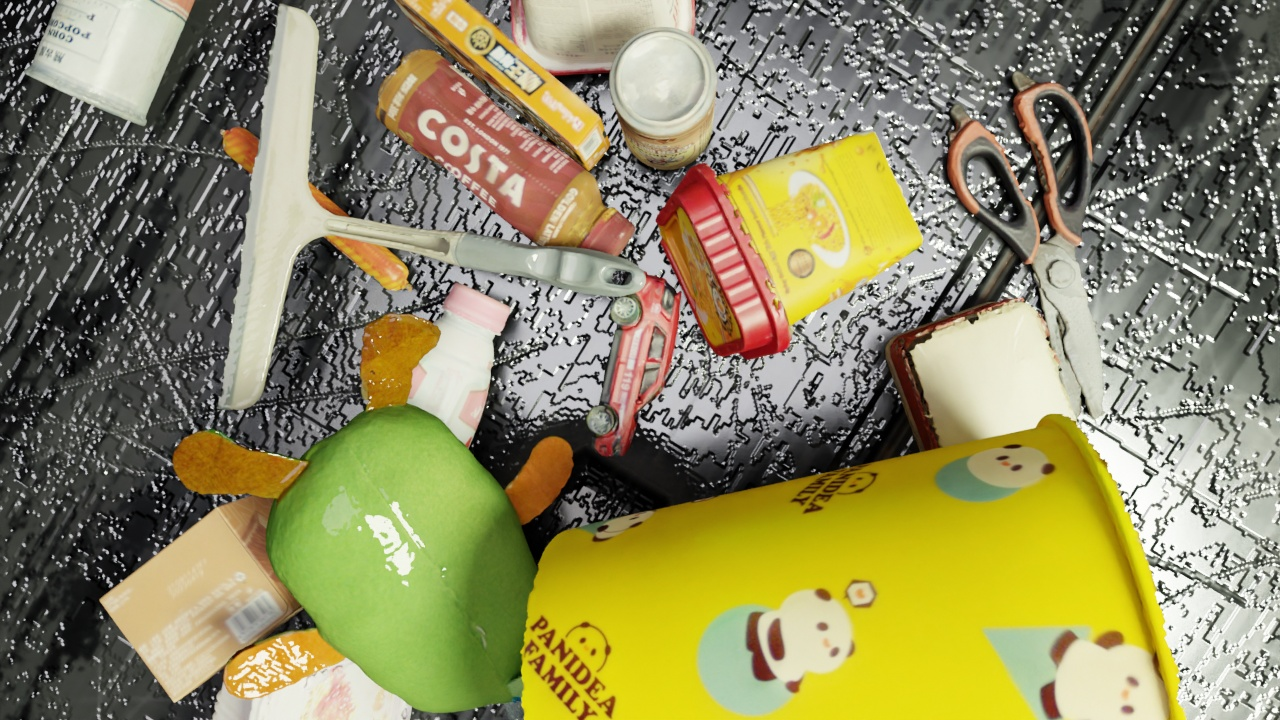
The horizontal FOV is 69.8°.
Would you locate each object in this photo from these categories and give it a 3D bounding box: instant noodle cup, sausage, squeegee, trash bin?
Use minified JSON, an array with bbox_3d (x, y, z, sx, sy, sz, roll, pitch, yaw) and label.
[{"bbox_3d":[0.089,-0.072,0.551,0.123,0.116,0.116,-24,90,-8],"label":"instant noodle cup"},{"bbox_3d":[-0.210,0.245,0.568,0.060,0.137,0.173,16,96,25],"label":"instant noodle cup"},{"bbox_3d":[-0.214,-0.100,0.605,0.165,0.021,0.021,40,93,2],"label":"sausage"},{"bbox_3d":[-0.026,-0.240,0.540,0.116,0.124,0.116,-2,92,2],"label":"instant noodle cup"},{"bbox_3d":[-0.115,-0.070,0.556,0.247,0.039,0.246,11,94,7],"label":"squeegee"},{"bbox_3d":[0.094,0.159,0.449,0.255,0.229,0.229,-10,91,13],"label":"trash bin"}]

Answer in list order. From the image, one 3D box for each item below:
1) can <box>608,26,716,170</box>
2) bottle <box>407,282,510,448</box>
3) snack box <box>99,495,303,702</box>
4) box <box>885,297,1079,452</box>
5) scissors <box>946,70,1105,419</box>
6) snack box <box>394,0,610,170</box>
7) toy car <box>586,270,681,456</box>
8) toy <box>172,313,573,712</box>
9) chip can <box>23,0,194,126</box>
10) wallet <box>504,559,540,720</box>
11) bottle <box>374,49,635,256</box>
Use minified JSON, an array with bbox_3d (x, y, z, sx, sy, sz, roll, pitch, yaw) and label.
[{"bbox_3d":[0.015,-0.151,0.544,0.058,0.116,0.058,0,91,4],"label":"can"},{"bbox_3d":[-0.143,0.046,0.586,0.068,0.068,0.197,25,89,2],"label":"bottle"},{"bbox_3d":[-0.257,0.141,0.578,0.093,0.094,0.077,-38,89,3],"label":"snack box"},{"bbox_3d":[0.222,0.051,0.558,0.091,0.079,0.168,-21,91,4],"label":"box"},{"bbox_3d":[0.249,-0.067,0.585,0.194,0.015,0.206,25,93,1],"label":"scissors"},{"bbox_3d":[-0.086,-0.181,0.569,0.154,0.075,0.026,40,92,1],"label":"snack box"},{"bbox_3d":[-0.003,0.003,0.581,0.045,0.053,0.120,15,93,5],"label":"toy car"},{"bbox_3d":[-0.130,0.105,0.514,0.226,0.090,0.247,-34,112,-19],"label":"toy"},{"bbox_3d":[-0.309,-0.263,0.582,0.071,0.071,0.215,25,92,2],"label":"chip can"},{"bbox_3d":[-0.044,0.172,0.584,0.121,0.019,0.097,-17,92,16],"label":"wallet"},{"bbox_3d":[-0.083,-0.122,0.579,0.175,0.057,0.057,38,93,2],"label":"bottle"}]
